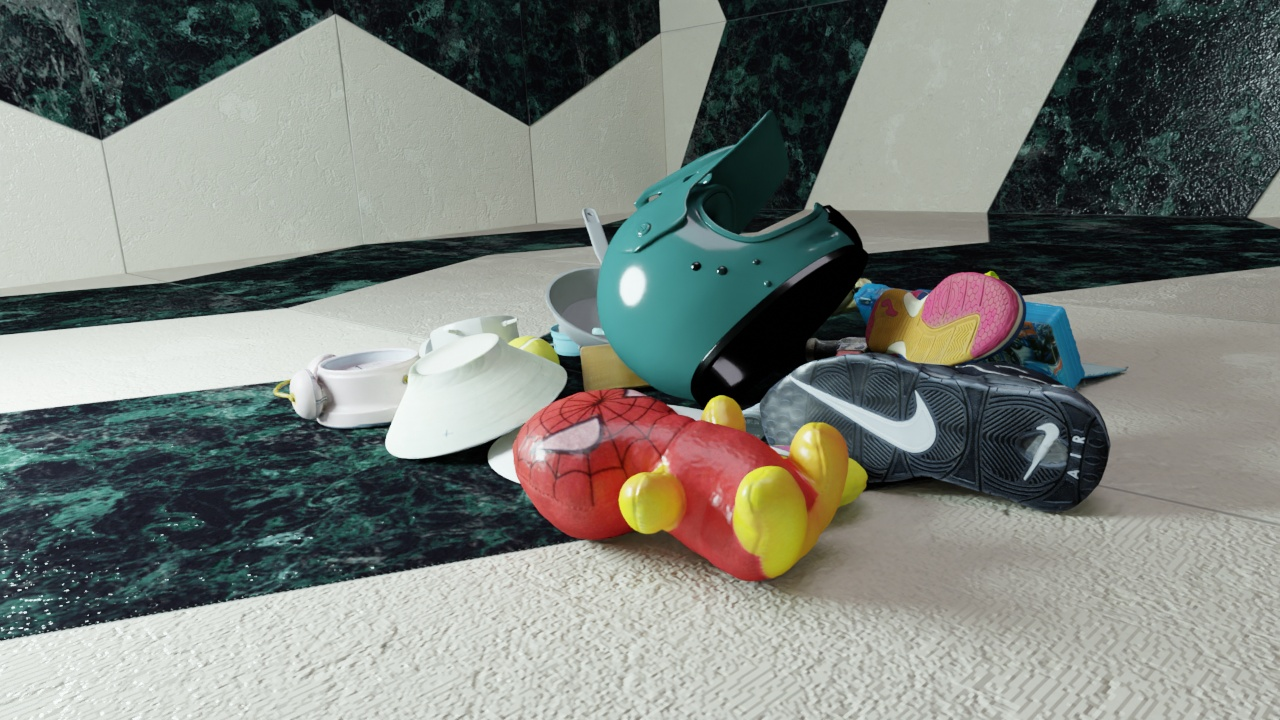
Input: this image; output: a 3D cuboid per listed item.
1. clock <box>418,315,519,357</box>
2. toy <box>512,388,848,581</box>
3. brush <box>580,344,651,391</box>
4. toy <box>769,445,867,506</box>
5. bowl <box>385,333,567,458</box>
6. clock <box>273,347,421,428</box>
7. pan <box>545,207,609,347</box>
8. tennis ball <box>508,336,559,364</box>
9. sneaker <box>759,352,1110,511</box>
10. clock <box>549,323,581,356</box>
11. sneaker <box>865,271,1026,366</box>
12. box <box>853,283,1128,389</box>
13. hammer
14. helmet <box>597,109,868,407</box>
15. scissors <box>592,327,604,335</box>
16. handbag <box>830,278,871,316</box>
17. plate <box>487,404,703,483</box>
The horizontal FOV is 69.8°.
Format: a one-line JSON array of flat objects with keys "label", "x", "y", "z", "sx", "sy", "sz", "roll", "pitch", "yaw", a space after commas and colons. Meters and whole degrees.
[{"label": "clock", "x": -0.189, "y": -0.009, "z": 1.047, "sx": 0.119, "sy": 0.061, "sz": 0.159, "roll": -11, "pitch": -5, "yaw": -20}, {"label": "toy", "x": 0.015, "y": 0.074, "z": 0.583, "sx": 0.217, "sy": 0.099, "sz": 0.147, "roll": 6, "pitch": 10, "yaw": 31}, {"label": "brush", "x": -0.006, "y": 0.006, "z": 0.986, "sx": 0.117, "sy": 0.049, "sz": 0.039, "roll": -5, "pitch": -5, "yaw": -10}, {"label": "toy", "x": 0.112, "y": 0.083, "z": 0.647, "sx": 0.094, "sy": 0.041, "sz": 0.095, "roll": -7, "pitch": 11, "yaw": -29}, {"label": "bowl", "x": -0.159, "y": 0.019, "z": 0.837, "sx": 0.177, "sy": 0.058, "sz": 0.176, "roll": -17, "pitch": 21, "yaw": 6}, {"label": "clock", "x": -0.292, "y": 0.027, "z": 0.938, "sx": 0.158, "sy": 0.059, "sz": 0.116, "roll": -4, "pitch": 13, "yaw": 0}, {"label": "pan", "x": -0.038, "y": -0.104, "z": 1.205, "sx": 0.200, "sy": 0.051, "sz": 0.356, "roll": 1, "pitch": 33, "yaw": -17}, {"label": "tennis ball", "x": -0.118, "y": 0.007, "z": 0.965, "sx": 0.065, "sy": 0.065, "sz": 0.065, "roll": -3, "pitch": 13, "yaw": 1}, {"label": "sneaker", "x": 0.228, "y": 0.039, "z": 0.711, "sx": 0.253, "sy": 0.097, "sz": 0.150, "roll": 6, "pitch": 11, "yaw": 31}, {"label": "clock", "x": -0.068, "y": -0.037, "z": 1.190, "sx": 0.087, "sy": 0.042, "sz": 0.122, "roll": 5, "pitch": 17, "yaw": 31}, {"label": "sneaker", "x": 0.287, "y": -0.033, "z": 0.813, "sx": 0.091, "sy": 0.116, "sz": 0.242, "roll": 19, "pitch": 1, "yaw": -8}, {"label": "box", "x": 0.363, "y": -0.013, "z": 0.986, "sx": 0.170, "sy": 0.070, "sz": 0.244, "roll": 27, "pitch": -7, "yaw": -35}, {"label": "hammer", "x": 0.178, "y": 0.023, "z": 0.891, "sx": 0.141, "sy": 0.036, "sz": 0.325, "roll": 3, "pitch": 14, "yaw": 30}, {"label": "helmet", "x": 0.077, "y": -0.099, "z": 0.901, "sx": 0.200, "sy": 0.275, "sz": 0.176, "roll": 49, "pitch": 3, "yaw": 26}, {"label": "scissors", "x": 0.003, "y": -0.030, "z": 1.035, "sx": 0.130, "sy": 0.011, "sz": 0.125, "roll": 5, "pitch": 4, "yaw": 24}, {"label": "handbag", "x": 0.155, "y": -0.065, "z": 1.088, "sx": 0.191, "sy": 0.088, "sz": 0.232, "roll": -11, "pitch": 8, "yaw": 42}, {"label": "plate", "x": -0.018, "y": 0.059, "z": 0.797, "sx": 0.229, "sy": 0.030, "sz": 0.229, "roll": -3, "pitch": 13, "yaw": 1}]
